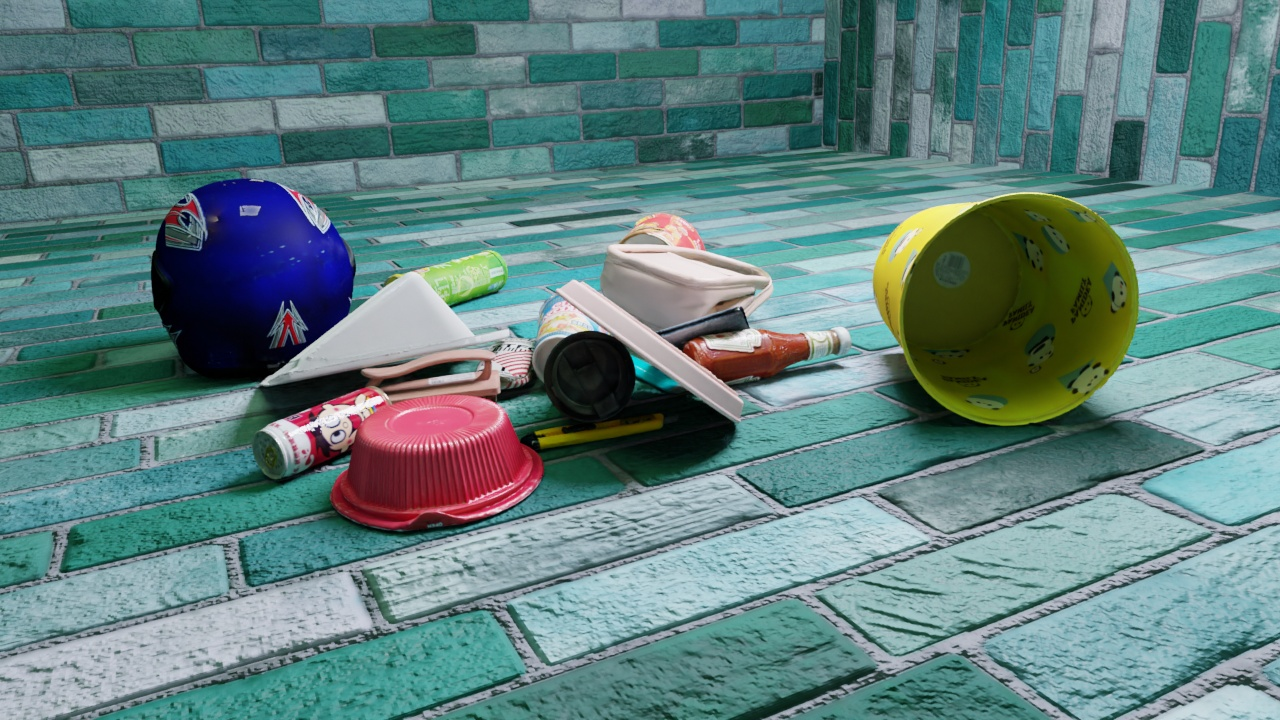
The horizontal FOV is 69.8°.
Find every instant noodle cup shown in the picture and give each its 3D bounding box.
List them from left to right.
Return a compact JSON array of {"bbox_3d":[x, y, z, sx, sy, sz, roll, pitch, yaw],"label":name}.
[{"bbox_3d":[-0.186,0.082,0.835,0.194,0.066,0.193,-1,19,0],"label":"instant noodle cup"},{"bbox_3d":[-0.085,-0.019,1.101,0.099,0.099,0.109,-1,26,5],"label":"instant noodle cup"},{"bbox_3d":[0.023,-0.146,1.381,0.138,0.138,0.108,3,16,15],"label":"instant noodle cup"}]

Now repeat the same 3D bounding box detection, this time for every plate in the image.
[{"bbox_3d":[0.014,-0.013,0.934,0.229,0.028,0.229,36,2,-2],"label":"plate"}]

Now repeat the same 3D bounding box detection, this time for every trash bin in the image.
[{"bbox_3d":[0.373,-0.073,1.012,0.230,0.230,0.255,-1,12,3],"label":"trash bin"}]

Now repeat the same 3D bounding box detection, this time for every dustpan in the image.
[{"bbox_3d":[-0.295,-0.003,1.086,0.257,0.142,0.223,-43,15,-18],"label":"dustpan"}]

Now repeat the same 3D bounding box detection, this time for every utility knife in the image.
[{"bbox_3d":[-0.038,0.069,0.933,0.171,0.015,0.033,-8,19,-18],"label":"utility knife"},{"bbox_3d":[-0.007,0.007,1.122,0.029,0.013,0.218,-26,29,-24],"label":"utility knife"}]

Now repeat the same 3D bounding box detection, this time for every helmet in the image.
[{"bbox_3d":[-0.521,-0.120,1.221,0.246,0.240,0.316,-13,20,-35],"label":"helmet"}]

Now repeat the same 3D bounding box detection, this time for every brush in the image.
[{"bbox_3d":[-0.225,0.029,0.988,0.145,0.073,0.063,-6,19,-7],"label":"brush"}]

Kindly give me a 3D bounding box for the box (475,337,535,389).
[{"bbox_3d":[-0.158,-0.001,1.112,0.068,0.051,0.164,12,15,-4],"label":"box"}]

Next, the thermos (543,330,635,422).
[{"bbox_3d":[-0.054,0.016,0.965,0.093,0.093,0.143,-4,1,-5],"label":"thermos"}]

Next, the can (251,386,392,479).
[{"bbox_3d":[-0.310,0.070,0.904,0.053,0.053,0.132,10,22,33],"label":"can"}]

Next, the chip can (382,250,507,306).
[{"bbox_3d":[-0.305,-0.124,1.467,0.073,0.073,0.220,10,21,33],"label":"chip can"}]

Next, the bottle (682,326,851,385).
[{"bbox_3d":[0.151,-0.010,1.079,0.205,0.060,0.060,-9,19,-18],"label":"bottle"}]

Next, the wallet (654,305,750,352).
[{"bbox_3d":[0.070,-0.027,1.084,0.121,0.019,0.097,-18,-19,9],"label":"wallet"}]

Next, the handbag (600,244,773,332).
[{"bbox_3d":[0.082,-0.106,1.237,0.193,0.093,0.233,24,29,37],"label":"handbag"}]
